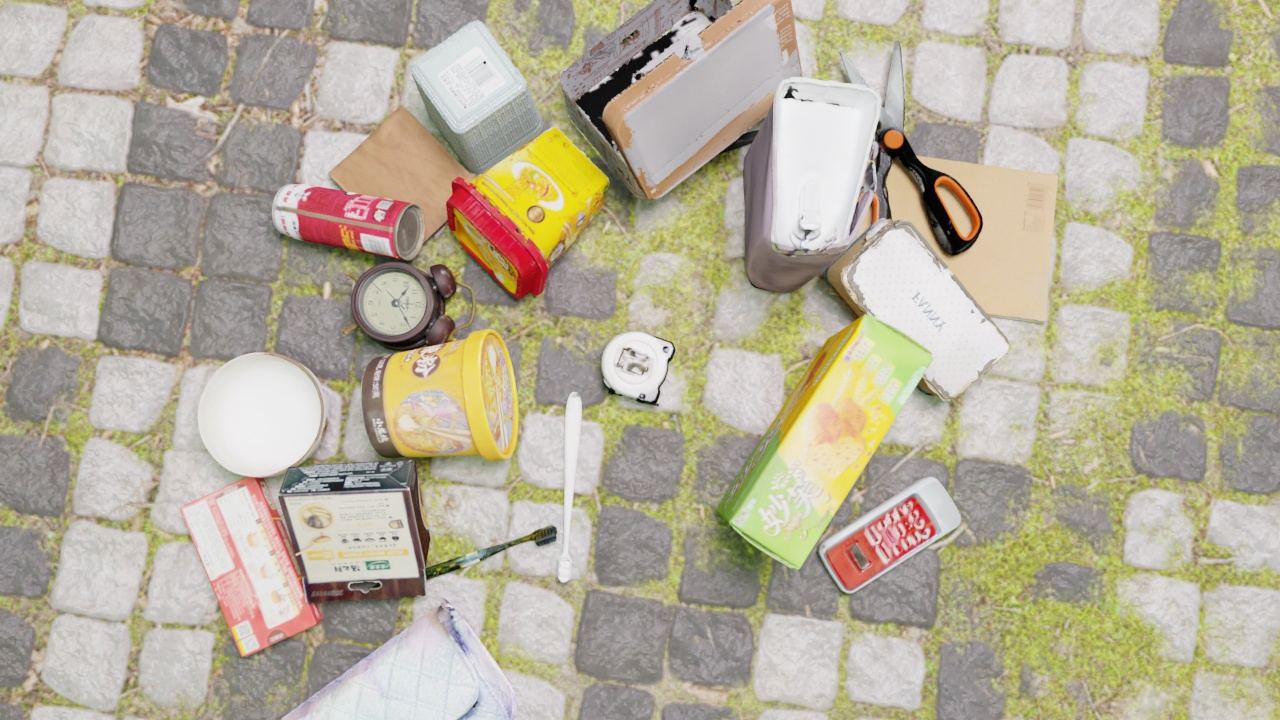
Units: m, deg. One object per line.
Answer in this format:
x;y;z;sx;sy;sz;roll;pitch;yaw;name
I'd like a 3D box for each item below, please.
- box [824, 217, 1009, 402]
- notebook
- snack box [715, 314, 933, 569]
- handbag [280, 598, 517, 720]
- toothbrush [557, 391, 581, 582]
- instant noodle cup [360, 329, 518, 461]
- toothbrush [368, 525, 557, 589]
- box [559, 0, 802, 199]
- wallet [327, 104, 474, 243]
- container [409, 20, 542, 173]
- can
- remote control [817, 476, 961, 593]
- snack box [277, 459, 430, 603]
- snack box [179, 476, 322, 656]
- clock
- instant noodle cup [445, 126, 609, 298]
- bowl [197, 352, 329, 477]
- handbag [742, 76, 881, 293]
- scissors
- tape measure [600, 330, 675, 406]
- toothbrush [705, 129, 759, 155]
0.259;-0.042;0.849;0.090;0.060;0.184;-41;103;2;box
0.299;-0.124;0.898;0.211;0.012;0.149;8;85;0;notebook
0.154;0.070;0.807;0.070;0.158;0.210;34;86;3;snack box
-0.216;0.326;0.824;0.194;0.075;0.134;-36;87;-4;handbag
-0.068;0.119;0.871;0.016;0.016;0.180;3;85;-3;toothbrush
-0.180;0.037;0.831;0.114;0.118;0.118;-7;85;7;instant noodle cup
-0.167;0.191;0.864;0.186;0.017;0.012;-18;123;-2;toothbrush
0.029;-0.254;0.807;0.183;0.193;0.156;-39;80;-3;box
-0.228;-0.174;0.891;0.101;0.020;0.115;-44;89;-3;wallet
-0.152;-0.244;0.851;0.090;0.111;0.090;-36;87;-3;container
-0.272;-0.130;0.857;0.133;0.053;0.053;12;85;14;can
0.236;0.165;0.870;0.136;0.020;0.056;-31;86;-3;remote control
-0.254;0.154;0.830;0.113;0.053;0.126;-2;125;-3;snack box
-0.363;0.190;0.857;0.075;0.025;0.153;-25;87;-4;snack box
-0.216;-0.052;0.863;0.122;0.055;0.082;2;85;-2;clock
-0.100;-0.140;0.849;0.116;0.116;0.123;45;75;3;instant noodle cup
-0.340;0.051;0.850;0.113;0.062;0.113;0;84;0;bowl
0.141;-0.142;0.804;0.098;0.197;0.145;10;86;0;handbag
0.254;-0.190;0.886;0.211;0.022;0.221;23;84;-1;scissors
-0.005;0.005;0.873;0.066;0.033;0.065;17;84;0;tape measure
0.123;-0.224;0.901;0.181;0.018;0.015;-17;89;-1;toothbrush
